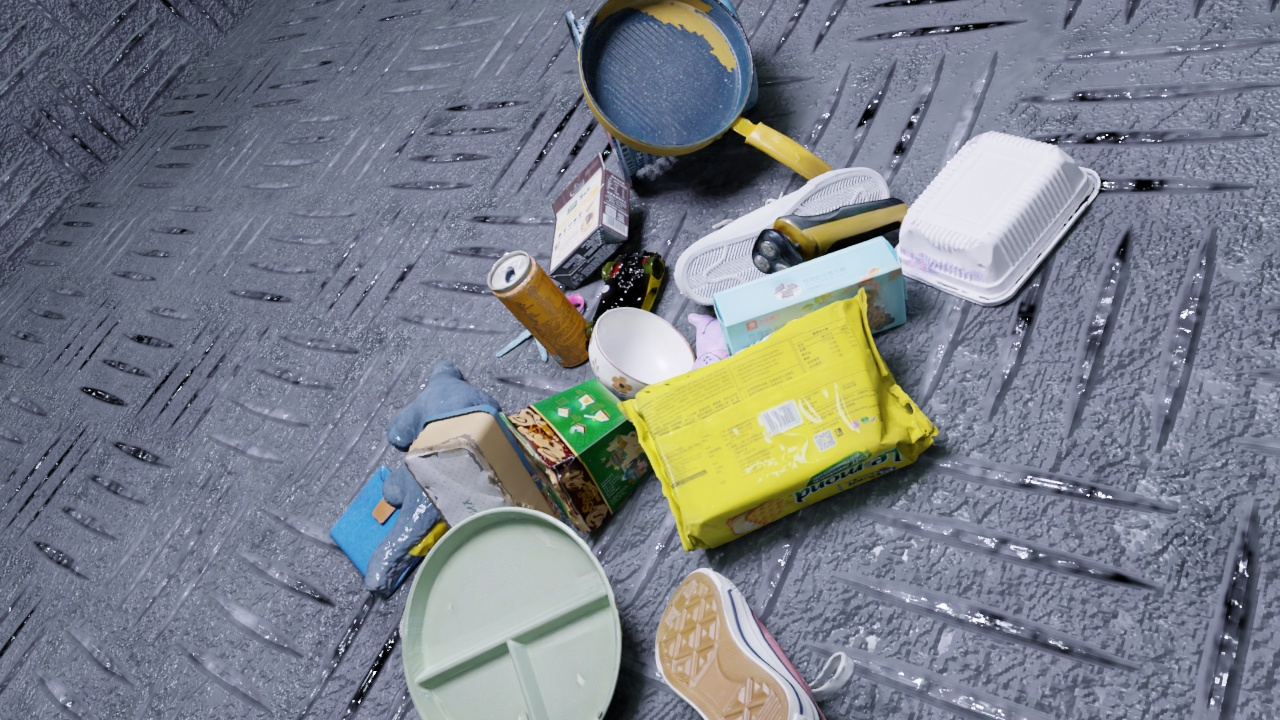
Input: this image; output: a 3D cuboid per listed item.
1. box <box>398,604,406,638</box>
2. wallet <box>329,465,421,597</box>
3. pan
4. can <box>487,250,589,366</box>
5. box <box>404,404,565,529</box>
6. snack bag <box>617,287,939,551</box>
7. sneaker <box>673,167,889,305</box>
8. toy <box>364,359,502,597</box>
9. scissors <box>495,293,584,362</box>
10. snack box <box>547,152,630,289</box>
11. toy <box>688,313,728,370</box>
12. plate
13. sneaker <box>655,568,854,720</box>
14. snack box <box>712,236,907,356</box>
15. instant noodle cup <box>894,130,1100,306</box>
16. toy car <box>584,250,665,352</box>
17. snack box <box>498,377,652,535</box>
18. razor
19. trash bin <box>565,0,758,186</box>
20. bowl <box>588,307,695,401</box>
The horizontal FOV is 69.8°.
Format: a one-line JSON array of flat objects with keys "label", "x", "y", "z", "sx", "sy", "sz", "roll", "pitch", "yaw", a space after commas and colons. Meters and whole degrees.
[{"label": "box", "x": -0.162, "y": 0.250, "z": 0.894, "sx": 0.165, "sy": 0.060, "sz": 0.071, "roll": -9, "pitch": 31, "yaw": 27}, {"label": "wallet", "x": -0.287, "y": 0.188, "z": 1.029, "sx": 0.133, "sy": 0.040, "sz": 0.106, "roll": 30, "pitch": 79, "yaw": 43}, {"label": "pan", "x": 0.092, "y": -0.280, "z": 1.021, "sx": 0.197, "sy": 0.357, "sz": 0.078, "roll": -51, "pitch": 2, "yaw": -10}, {"label": "can", "x": -0.107, "y": -0.055, "z": 1.027, "sx": 0.058, "sy": 0.146, "sz": 0.058, "roll": -19, "pitch": 46, "yaw": 21}, {"label": "box", "x": -0.149, "y": 0.124, "z": 0.878, "sx": 0.090, "sy": 0.184, "sz": 0.062, "roll": -11, "pitch": 29, "yaw": 24}, {"label": "snack bag", "x": 0.115, "y": 0.054, "z": 0.805, "sx": 0.247, "sy": 0.068, "sz": 0.158, "roll": -26, "pitch": 69, "yaw": 11}, {"label": "sneaker", "x": 0.146, "y": -0.128, "z": 0.972, "sx": 0.242, "sy": 0.089, "sz": 0.091, "roll": -25, "pitch": 10, "yaw": -3}, {"label": "toy", "x": -0.216, "y": 0.096, "z": 1.012, "sx": 0.138, "sy": 0.091, "sz": 0.355, "roll": -25, "pitch": 34, "yaw": 17}, {"label": "scissors", "x": -0.127, "y": -0.046, "z": 1.132, "sx": 0.133, "sy": 0.017, "sz": 0.133, "roll": -36, "pitch": 47, "yaw": 9}, {"label": "snack box", "x": -0.066, "y": -0.171, "z": 1.136, "sx": 0.114, "sy": 0.053, "sz": 0.125, "roll": -38, "pitch": 36, "yaw": 40}, {"label": "toy", "x": 0.086, "y": -0.003, "z": 0.932, "sx": 0.084, "sy": 0.039, "sz": 0.107, "roll": 2, "pitch": 52, "yaw": 9}, {"label": "plate", "x": -0.114, "y": 0.245, "z": 0.811, "sx": 0.231, "sy": 0.027, "sz": 0.230, "roll": -6, "pitch": 77, "yaw": 26}, {"label": "sneaker", "x": 0.084, "y": 0.241, "z": 0.695, "sx": 0.118, "sy": 0.088, "sz": 0.241, "roll": -54, "pitch": 20, "yaw": 0}, {"label": "snack box", "x": 0.161, "y": -0.049, "z": 0.869, "sx": 0.175, "sy": 0.074, "sz": 0.051, "roll": -19, "pitch": 45, "yaw": 3}, {"label": "instant noodle cup", "x": 0.329, "y": -0.146, "z": 0.871, "sx": 0.173, "sy": 0.060, "sz": 0.138, "roll": -49, "pitch": 44, "yaw": -8}, {"label": "toy car", "x": -0.018, "y": -0.063, "z": 1.050, "sx": 0.071, "sy": 0.041, "sz": 0.155, "roll": -4, "pitch": 54, "yaw": 32}, {"label": "snack box", "x": -0.055, "y": 0.087, "z": 0.911, "sx": 0.105, "sy": 0.118, "sz": 0.117, "roll": -35, "pitch": 42, "yaw": -14}, {"label": "razor", "x": 0.192, "y": -0.123, "z": 0.906, "sx": 0.167, "sy": 0.062, "sz": 0.067, "roll": -18, "pitch": 68, "yaw": -14}, {"label": "trash bin", "x": 0.035, "y": -0.359, "z": 1.158, "sx": 0.195, "sy": 0.227, "sz": 0.226, "roll": -20, "pitch": 45, "yaw": 1}, {"label": "bowl", "x": -0.006, "y": 0.006, "z": 0.953, "sx": 0.062, "sy": 0.113, "sz": 0.113, "roll": -59, "pitch": 30, "yaw": 37}]
